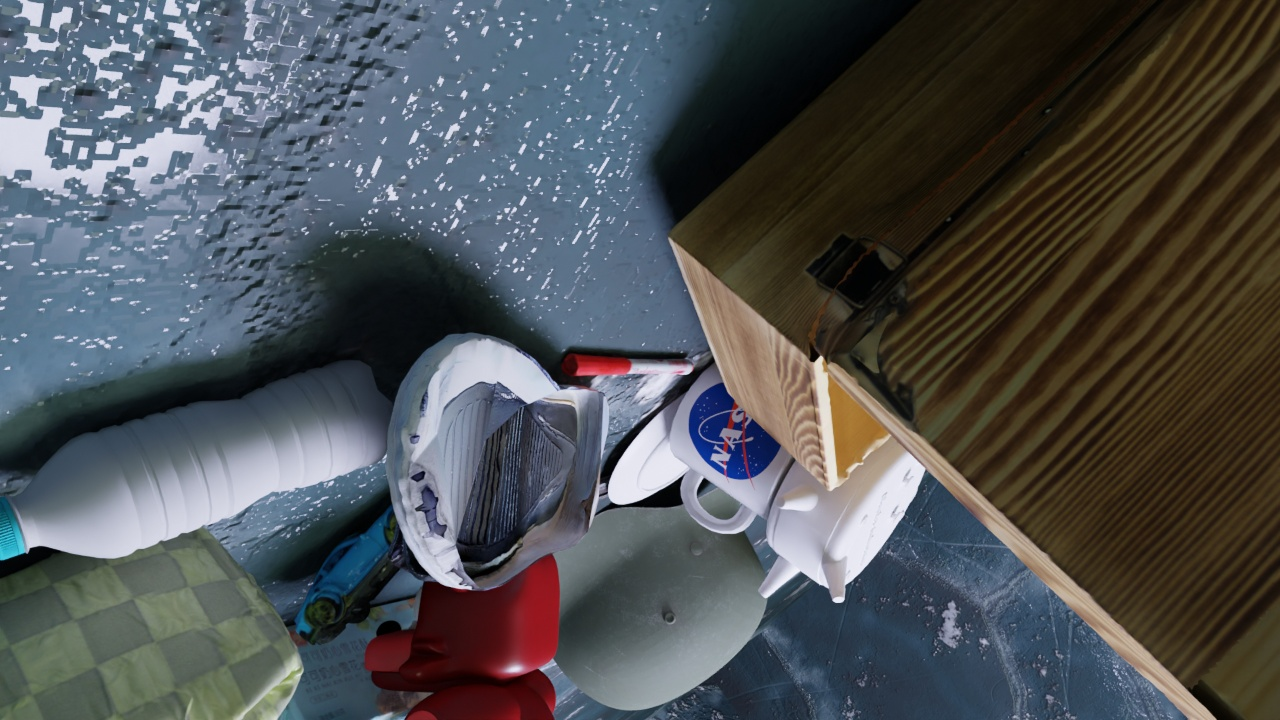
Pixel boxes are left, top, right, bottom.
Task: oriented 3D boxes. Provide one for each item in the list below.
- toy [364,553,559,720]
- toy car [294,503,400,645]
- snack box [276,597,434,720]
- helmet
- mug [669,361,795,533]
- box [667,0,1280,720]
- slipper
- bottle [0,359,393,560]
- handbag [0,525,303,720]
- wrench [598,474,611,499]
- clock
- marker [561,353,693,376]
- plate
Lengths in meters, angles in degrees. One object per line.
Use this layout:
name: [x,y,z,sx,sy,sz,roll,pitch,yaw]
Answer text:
toy: [-0.100,0.183,0.536,0.121,0.197,0.158,-1,169,14]
toy car: [-0.150,0.111,0.512,0.105,0.032,0.048,-48,167,-10]
snack box: [-0.180,0.207,0.603,0.053,0.075,0.174,-46,157,16]
helmet: [0.021,0.227,0.856,0.267,0.154,0.227,-37,159,-5]
mug: [0.076,0.069,0.671,0.121,0.090,0.091,-59,151,4]
box: [0.230,-0.017,0.428,0.279,0.336,0.287,-42,154,-5]
slipper: [-0.072,0.049,0.448,0.263,0.063,0.111,22,77,-75]
bottle: [-0.158,0.037,0.335,0.136,0.044,0.044,-20,152,-40]
handbag: [-0.230,0.140,0.339,0.186,0.113,0.117,-20,159,-41]
wrench: [-0.033,0.101,0.715,0.272,0.010,0.070,-12,146,-50]
clock: [0.154,0.098,0.646,0.160,0.073,0.126,-36,145,-33]
marker: [-0.003,0.003,0.564,0.013,0.013,0.142,-48,157,21]
plate: [0.030,0.068,0.726,0.134,0.011,0.135,-35,154,-21]
